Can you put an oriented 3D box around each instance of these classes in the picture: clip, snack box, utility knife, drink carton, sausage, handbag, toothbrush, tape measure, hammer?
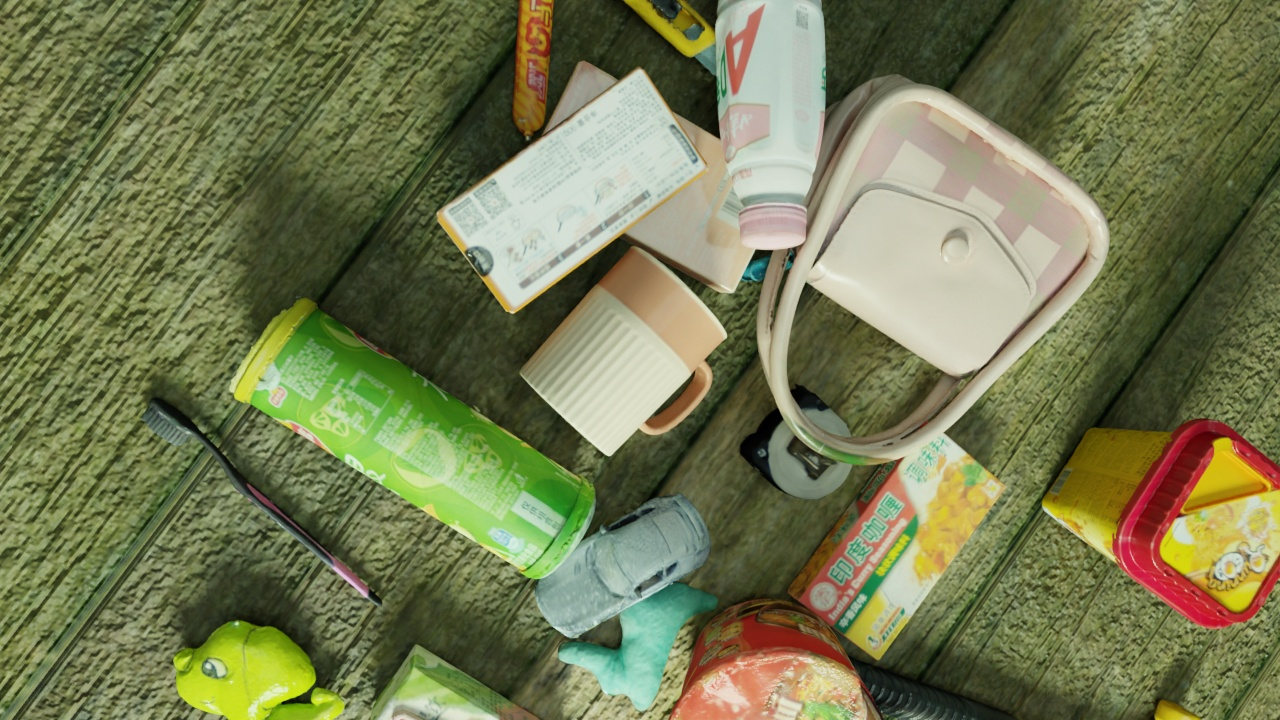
[{"bbox_3d":[0.094,-0.067,0.620,0.057,0.047,0.014,-21,97,-12],"label":"clip"},{"bbox_3d":[0.181,0.126,0.650,0.077,0.027,0.155,38,87,-11],"label":"snack box"},{"bbox_3d":[0.012,-0.228,0.580,0.216,0.015,0.033,36,83,-20],"label":"utility knife"},{"bbox_3d":[-0.110,0.241,0.591,0.122,0.045,0.053,36,88,-12],"label":"drink carton"},{"bbox_3d":[-0.065,-0.219,0.572,0.021,0.021,0.165,3,94,-12],"label":"sausage"},{"bbox_3d":[0.169,-0.044,0.598,0.193,0.093,0.234,30,90,-15],"label":"handbag"},{"bbox_3d":[-0.040,-0.103,0.558,0.153,0.026,0.075,-37,102,-5],"label":"snack box"},{"bbox_3d":[-0.232,0.093,0.570,0.018,0.014,0.189,-43,102,5],"label":"toothbrush"},{"bbox_3d":[0.010,-0.116,0.594,0.157,0.026,0.084,27,90,-12],"label":"snack box"},{"bbox_3d":[0.111,0.060,0.627,0.066,0.033,0.065,42,88,-11],"label":"tape measure"},{"bbox_3d":[0.275,0.279,0.680,0.300,0.033,0.128,22,89,-13],"label":"hammer"}]

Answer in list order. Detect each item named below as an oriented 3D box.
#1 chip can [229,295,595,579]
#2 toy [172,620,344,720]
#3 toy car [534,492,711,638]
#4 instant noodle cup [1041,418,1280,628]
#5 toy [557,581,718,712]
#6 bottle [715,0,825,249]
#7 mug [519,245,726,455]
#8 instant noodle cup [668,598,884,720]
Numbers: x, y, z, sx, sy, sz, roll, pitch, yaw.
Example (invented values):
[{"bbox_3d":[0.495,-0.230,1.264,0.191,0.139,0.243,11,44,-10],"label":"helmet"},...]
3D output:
[{"bbox_3d":[-0.130,0.051,0.557,0.221,0.072,0.072,35,87,-12],"label":"chip can"},{"bbox_3d":[-0.235,0.205,0.570,0.096,0.031,0.100,-4,100,-11],"label":"toy"},{"bbox_3d":[-0.012,0.132,0.597,0.120,0.037,0.054,-29,71,-5],"label":"toy car"},{"bbox_3d":[0.360,0.103,0.635,0.116,0.124,0.116,34,87,-12],"label":"instant noodle cup"},{"bbox_3d":[-0.004,0.188,0.617,0.096,0.030,0.092,16,89,-7],"label":"toy"},{"bbox_3d":[0.080,-0.169,0.565,0.068,0.068,0.196,2,82,-12],"label":"bottle"},{"bbox_3d":[-0.003,0.003,0.581,0.106,0.081,0.114,-47,131,-3],"label":"mug"},{"bbox_3d":[0.083,0.225,0.585,0.138,0.108,0.138,1,99,4],"label":"instant noodle cup"}]
